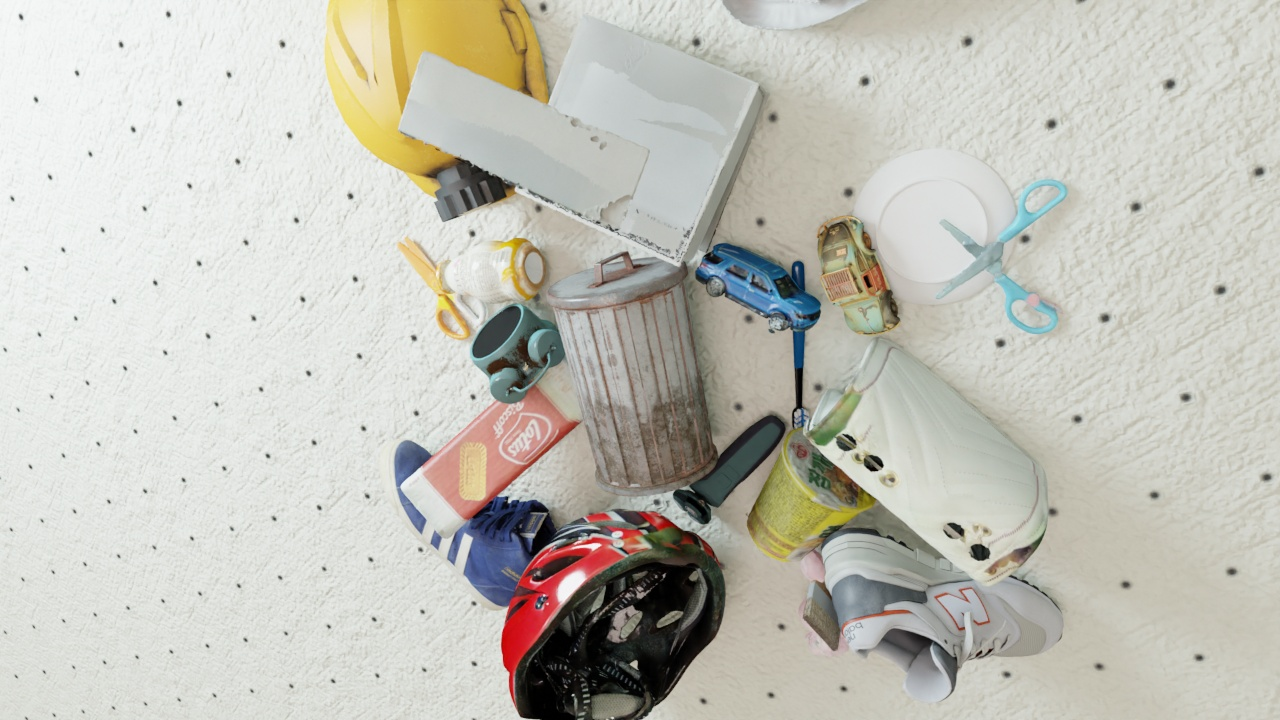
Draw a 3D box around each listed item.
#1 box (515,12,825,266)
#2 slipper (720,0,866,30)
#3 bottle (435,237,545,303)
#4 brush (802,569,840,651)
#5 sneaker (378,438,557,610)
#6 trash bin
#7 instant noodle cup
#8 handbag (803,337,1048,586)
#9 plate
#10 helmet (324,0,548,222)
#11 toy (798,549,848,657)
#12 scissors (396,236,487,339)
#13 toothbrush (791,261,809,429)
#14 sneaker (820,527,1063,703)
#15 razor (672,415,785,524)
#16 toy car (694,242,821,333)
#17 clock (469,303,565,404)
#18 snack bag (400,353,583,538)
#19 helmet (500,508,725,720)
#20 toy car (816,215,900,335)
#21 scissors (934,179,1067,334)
[{"bbox_3d":[0.053,-0.238,0.927,0.169,0.402,0.172,27,117,11],"label":"box"},{"bbox_3d":[0.165,-0.327,0.692,0.247,0.074,0.112,-13,98,36],"label":"slipper"},{"bbox_3d":[-0.152,-0.088,0.922,0.109,0.063,0.063,-2,109,24],"label":"bottle"},{"bbox_3d":[0.176,0.204,0.855,0.008,0.142,0.045,-36,103,30],"label":"brush"},{"bbox_3d":[-0.178,0.166,1.013,0.119,0.091,0.233,-30,97,33],"label":"sneaker"},{"bbox_3d":[-0.005,0.005,0.860,0.131,0.130,0.211,-4,110,23],"label":"trash bin"},{"bbox_3d":[0.155,0.134,0.869,0.102,0.102,0.108,34,128,7],"label":"instant noodle cup"},{"bbox_3d":[0.242,0.088,0.786,0.198,0.141,0.096,41,121,4],"label":"handbag"},{"bbox_3d":[0.247,-0.111,0.779,0.135,0.011,0.135,8,112,19],"label":"plate"},{"bbox_3d":[-0.206,-0.256,0.840,0.206,0.131,0.255,-17,102,27],"label":"helmet"},{"bbox_3d":[0.191,0.239,0.919,0.064,0.047,0.110,4,100,18],"label":"toy"},{"bbox_3d":[-0.213,-0.084,0.975,0.070,0.013,0.130,-30,98,28],"label":"scissors"},{"bbox_3d":[0.148,-0.010,0.856,0.014,0.014,0.168,-8,110,-11],"label":"toothbrush"},{"bbox_3d":[0.268,0.245,0.815,0.240,0.124,0.089,21,131,-4],"label":"sneaker"},{"bbox_3d":[0.090,0.107,0.912,0.047,0.052,0.143,42,110,0],"label":"razor"},{"bbox_3d":[0.106,-0.066,0.821,0.120,0.056,0.044,33,120,23],"label":"toy car"},{"bbox_3d":[-0.122,-0.007,0.908,0.090,0.124,0.053,-46,121,1],"label":"clock"},{"bbox_3d":[-0.143,0.086,0.952,0.225,0.041,0.077,-41,91,7],"label":"snack bag"},{"bbox_3d":[-0.032,0.255,0.933,0.273,0.217,0.167,-60,38,27],"label":"helmet"},{"bbox_3d":[0.183,-0.068,0.798,0.047,0.047,0.112,-16,104,45],"label":"toy car"},{"bbox_3d":[0.310,-0.085,0.757,0.135,0.015,0.136,36,110,-11],"label":"scissors"}]
